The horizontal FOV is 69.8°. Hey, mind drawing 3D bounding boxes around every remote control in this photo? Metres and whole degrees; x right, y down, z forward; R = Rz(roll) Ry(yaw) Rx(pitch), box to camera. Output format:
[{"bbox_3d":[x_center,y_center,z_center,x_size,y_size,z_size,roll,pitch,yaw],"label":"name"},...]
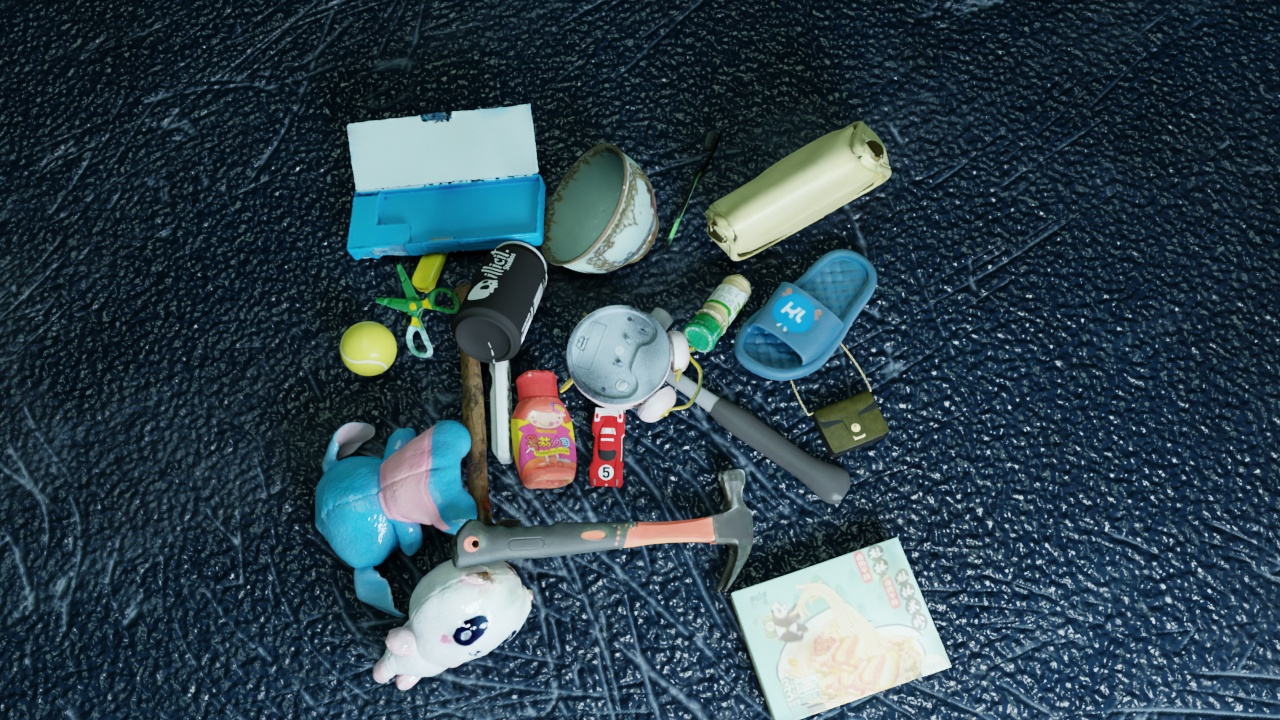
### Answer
[{"bbox_3d":[-0.163,0.053,1.072,0.022,0.050,0.133,-5,71,-1],"label":"remote control"}]

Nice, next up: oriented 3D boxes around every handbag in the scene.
[{"bbox_3d":[0.220,0.021,1.082,0.084,0.027,0.178,-21,68,-5],"label":"handbag"},{"bbox_3d":[0.181,-0.204,1.084,0.233,0.191,0.088,-29,89,6],"label":"handbag"}]

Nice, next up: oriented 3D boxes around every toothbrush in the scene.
[{"bbox_3d":[0.063,-0.218,1.172,0.017,0.014,0.187,17,73,22],"label":"toothbrush"}]

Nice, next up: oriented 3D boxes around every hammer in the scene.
[{"bbox_3d":[-0.032,0.186,0.972,0.332,0.033,0.133,1,75,-21],"label":"hammer"},{"bbox_3d":[0.103,0.068,1.068,0.311,0.029,0.124,35,76,12],"label":"hammer"},{"bbox_3d":[-0.189,0.055,1.057,0.033,0.120,0.329,11,59,-36],"label":"hammer"}]

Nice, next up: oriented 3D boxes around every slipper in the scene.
[{"bbox_3d":[0.202,-0.057,1.082,0.104,0.059,0.213,41,71,20],"label":"slipper"}]

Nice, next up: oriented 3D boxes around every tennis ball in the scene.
[{"bbox_3d":[-0.324,-0.014,1.093,0.065,0.065,0.065,-1,72,2],"label":"tennis ball"}]

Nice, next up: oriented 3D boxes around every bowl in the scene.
[{"bbox_3d":[-0.036,-0.169,1.107,0.093,0.160,0.159,25,68,-35],"label":"bowl"}]

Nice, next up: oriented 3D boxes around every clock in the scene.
[{"bbox_3d":[-0.006,0.006,1.044,0.158,0.059,0.116,16,73,6],"label":"clock"}]

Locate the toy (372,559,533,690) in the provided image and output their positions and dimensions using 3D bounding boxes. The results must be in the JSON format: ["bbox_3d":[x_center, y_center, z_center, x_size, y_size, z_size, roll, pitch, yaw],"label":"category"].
[{"bbox_3d":[-0.202,0.278,0.964,0.179,0.139,0.101,-44,55,-1],"label":"toy"}]

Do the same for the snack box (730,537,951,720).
[{"bbox_3d":[0.210,0.288,0.981,0.193,0.044,0.141,-18,70,-3],"label":"snack box"}]

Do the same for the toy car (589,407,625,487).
[{"bbox_3d":[-0.038,0.101,1.064,0.038,0.025,0.089,1,72,3],"label":"toy car"}]

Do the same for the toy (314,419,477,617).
[{"bbox_3d":[-0.267,0.161,1.004,0.192,0.099,0.224,-21,70,15],"label":"toy"}]

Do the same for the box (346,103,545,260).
[{"bbox_3d":[-0.242,-0.217,1.143,0.244,0.060,0.175,-4,85,8],"label":"box"}]

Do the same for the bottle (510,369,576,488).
[{"bbox_3d":[-0.114,0.078,1.058,0.071,0.049,0.134,3,67,-32],"label":"bottle"}]

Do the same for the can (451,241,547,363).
[{"bbox_3d":[-0.161,-0.069,1.069,0.080,0.080,0.145,9,43,5],"label":"can"}]

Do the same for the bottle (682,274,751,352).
[{"bbox_3d":[0.093,-0.058,1.088,0.043,0.043,0.109,31,54,12],"label":"bottle"}]

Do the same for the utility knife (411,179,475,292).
[{"bbox_3d":[-0.246,-0.166,1.165,0.029,0.020,0.174,17,74,10],"label":"utility knife"}]

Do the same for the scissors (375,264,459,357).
[{"bbox_3d":[-0.276,-0.057,1.122,0.127,0.011,0.123,9,91,25],"label":"scissors"}]
